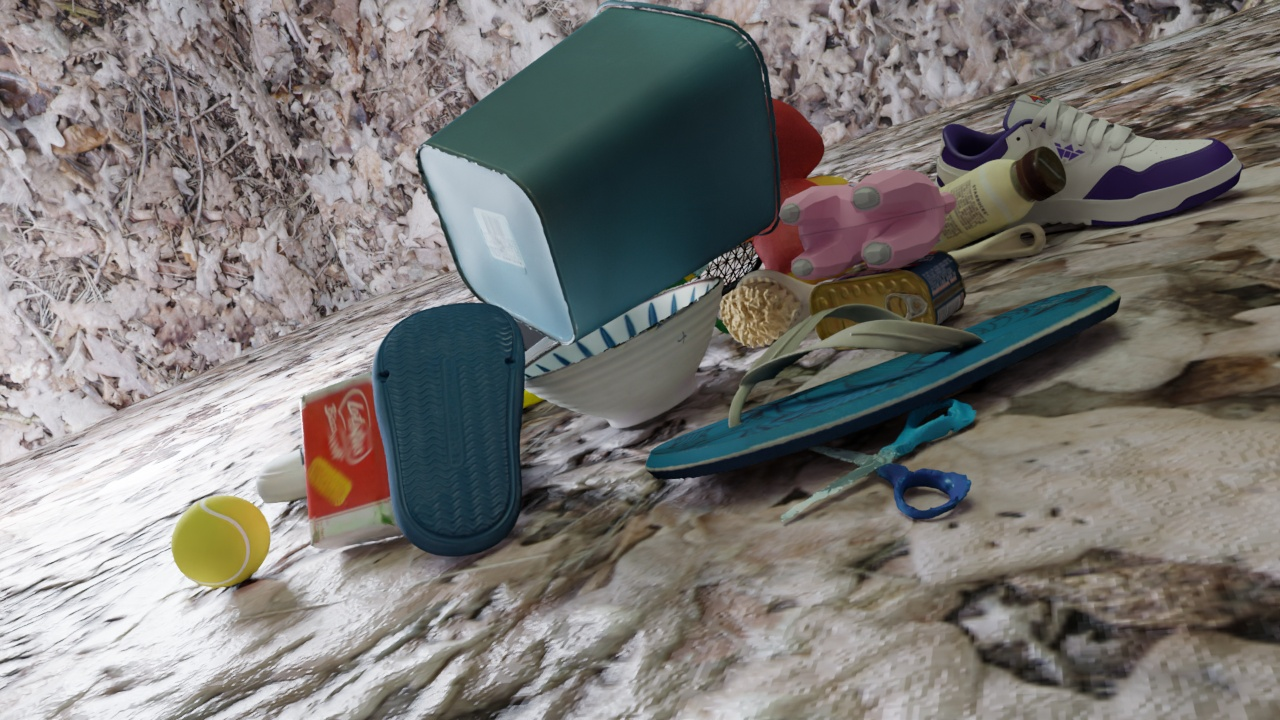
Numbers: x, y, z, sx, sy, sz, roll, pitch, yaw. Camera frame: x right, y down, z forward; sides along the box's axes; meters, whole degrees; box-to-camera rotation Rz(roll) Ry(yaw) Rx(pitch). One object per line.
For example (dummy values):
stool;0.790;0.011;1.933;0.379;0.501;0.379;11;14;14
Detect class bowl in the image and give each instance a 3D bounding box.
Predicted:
bowl;-0.004;0.004;0.701;0.177;0.071;0.177;-25;10;5

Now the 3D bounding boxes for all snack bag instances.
snack bag;-0.199;0.070;0.647;0.077;0.115;0.036;-17;-18;19

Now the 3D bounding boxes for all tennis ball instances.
tennis ball;-0.300;0.130;0.658;0.065;0.065;0.065;-19;13;4

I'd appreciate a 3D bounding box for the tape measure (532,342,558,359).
tape measure;-0.057;0.006;0.812;0.060;0.062;0.020;-24;12;9

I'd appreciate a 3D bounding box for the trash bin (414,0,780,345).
trash bin;-0.035;-0.145;0.732;0.199;0.197;0.218;27;54;39

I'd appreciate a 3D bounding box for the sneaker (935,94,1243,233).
sneaker;0.366;-0.178;0.782;0.245;0.111;0.091;-1;28;42

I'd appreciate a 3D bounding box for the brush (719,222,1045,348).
brush;0.200;-0.069;0.769;0.272;0.062;0.077;-14;30;9

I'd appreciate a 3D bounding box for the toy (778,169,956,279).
toy;0.169;-0.104;0.679;0.124;0.067;0.157;-7;11;41

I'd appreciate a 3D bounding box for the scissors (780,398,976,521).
scissors;0.125;0.050;0.459;0.127;0.014;0.133;-24;14;-13

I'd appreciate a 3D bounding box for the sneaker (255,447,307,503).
sneaker;-0.249;0.055;0.859;0.235;0.079;0.087;-24;14;-19

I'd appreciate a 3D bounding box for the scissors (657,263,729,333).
scissors;0.038;-0.069;0.858;0.127;0.125;0.011;-56;9;-14

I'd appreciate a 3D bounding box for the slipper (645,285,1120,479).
slipper;0.137;-0.003;0.533;0.294;0.060;0.118;-21;6;-7

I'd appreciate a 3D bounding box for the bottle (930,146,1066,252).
bottle;0.282;-0.130;0.791;0.056;0.056;0.162;-30;2;-38

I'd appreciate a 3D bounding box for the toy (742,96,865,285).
toy;0.132;-0.163;0.880;0.147;0.216;0.099;-22;-11;-17

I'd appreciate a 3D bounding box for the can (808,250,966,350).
can;0.183;-0.045;0.678;0.100;0.054;0.058;-5;17;47

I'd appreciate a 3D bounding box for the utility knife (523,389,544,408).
utility knife;-0.148;0.052;0.844;0.173;0.020;0.029;-25;11;-27

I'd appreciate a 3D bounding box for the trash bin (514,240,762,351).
trash bin;-0.021;-0.115;0.968;0.217;0.217;0.242;-6;26;48

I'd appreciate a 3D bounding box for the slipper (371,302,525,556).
slipper;-0.128;0.040;0.616;0.103;0.059;0.213;-1;48;-10

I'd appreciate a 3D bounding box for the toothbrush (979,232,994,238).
toothbrush;0.328;-0.127;0.877;0.190;0.017;0.016;-18;13;8

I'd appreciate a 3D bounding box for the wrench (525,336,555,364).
wrench;-0.139;0.030;0.771;0.273;0.009;0.047;-37;-4;2
